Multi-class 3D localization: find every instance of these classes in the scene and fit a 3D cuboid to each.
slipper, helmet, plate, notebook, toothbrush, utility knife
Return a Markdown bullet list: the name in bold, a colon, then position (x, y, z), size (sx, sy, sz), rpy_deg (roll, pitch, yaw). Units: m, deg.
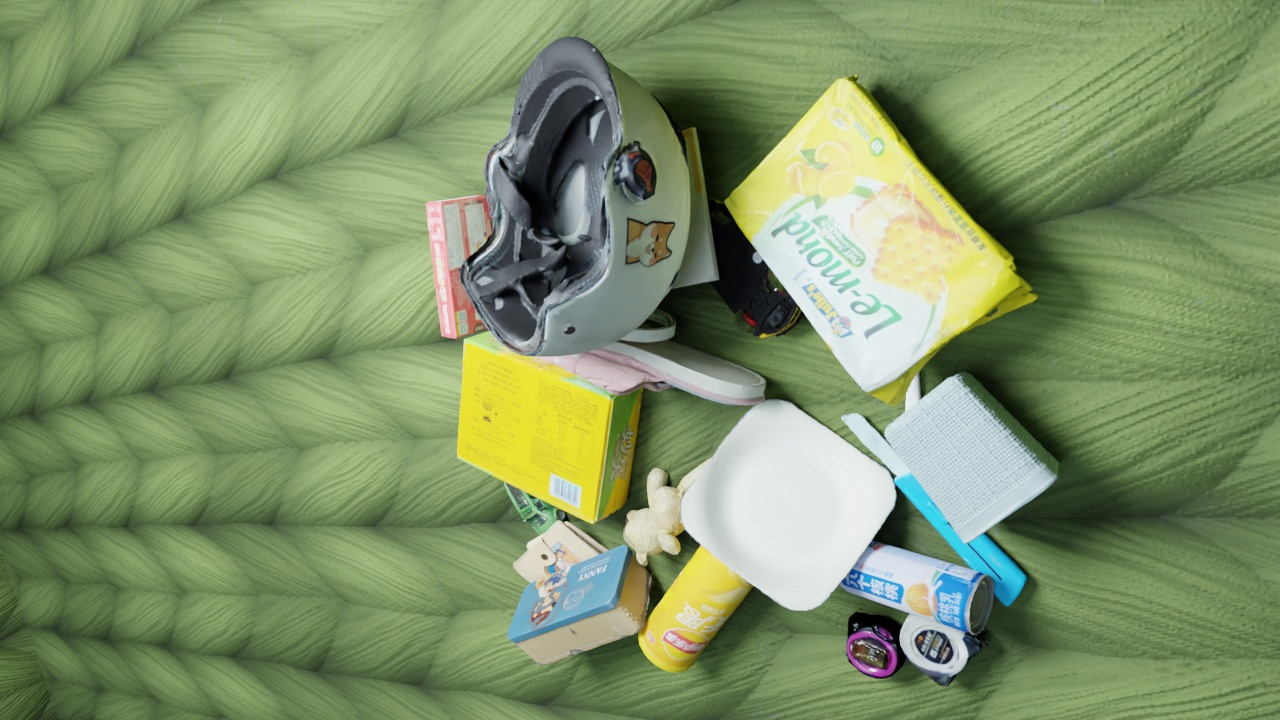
- **slipper**: position (-0.005, 0.005, 0.922), size (0.275, 0.114, 0.054), rpy_deg (17, 104, 23)
- **helmet**: position (-0.040, -0.131, 0.831), size (0.230, 0.156, 0.274), rpy_deg (18, 95, 54)
- **plate**: position (0.137, 0.135, 0.865), size (0.164, 0.034, 0.163), rpy_deg (36, 78, 16)
- **notebook**: position (-0.013, -0.136, 0.920), size (0.207, 0.010, 0.146), rpy_deg (-6, 93, 43)
- **toothbrush**: position (0.239, 0.003, 0.808), size (0.016, 0.016, 0.180), rpy_deg (5, 107, 35)
- **utility knife**: position (0.262, 0.128, 0.830), size (0.218, 0.018, 0.034), rpy_deg (48, 125, 15)

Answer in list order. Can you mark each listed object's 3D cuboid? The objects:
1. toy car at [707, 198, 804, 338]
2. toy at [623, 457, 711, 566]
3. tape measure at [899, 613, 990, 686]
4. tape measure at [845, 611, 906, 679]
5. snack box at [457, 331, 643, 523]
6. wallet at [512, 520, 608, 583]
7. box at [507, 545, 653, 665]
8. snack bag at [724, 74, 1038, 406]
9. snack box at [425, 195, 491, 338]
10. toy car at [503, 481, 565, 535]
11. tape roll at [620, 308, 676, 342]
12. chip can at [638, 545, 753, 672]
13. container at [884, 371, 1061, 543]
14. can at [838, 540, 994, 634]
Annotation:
- **toy car**: position (0.093, -0.090, 0.864), size (0.156, 0.041, 0.071), rpy_deg (51, 126, 22)
- **toy**: position (0.042, 0.156, 0.969), size (0.158, 0.066, 0.105), rpy_deg (-41, 47, 32)
- **tape measure**: position (0.276, 0.257, 0.849), size (0.066, 0.033, 0.066), rpy_deg (39, 120, 17)
- **tape measure**: position (0.227, 0.276, 0.884), size (0.058, 0.039, 0.057), rpy_deg (11, 110, 32)
- **snack box**: position (-0.106, 0.068, 1.033), size (0.210, 0.069, 0.158), rpy_deg (20, 115, 29)
- **wallet**: position (-0.095, 0.239, 1.094), size (0.087, 0.024, 0.115), rpy_deg (38, 127, -9)
- **box**: position (-0.063, 0.278, 1.041), size (0.185, 0.089, 0.062), rpy_deg (-31, 114, 29)
- **snack bag**: position (0.192, -0.103, 0.762), size (0.158, 0.068, 0.246), rpy_deg (-45, 69, 33)
- **snack box**: position (-0.199, -0.107, 1.042), size (0.025, 0.075, 0.153), rpy_deg (6, 108, 35)
- **toy car**: position (-0.128, 0.171, 1.102), size (0.043, 0.036, 0.091), rpy_deg (-38, 85, 35)
- **tape roll**: position (-0.007, -0.039, 0.922), size (0.086, 0.085, 0.014), rpy_deg (20, 113, 29)
- **chip can**: position (0.075, 0.237, 0.959), size (0.072, 0.071, 0.214), rpy_deg (42, 123, 17)
- **container**: position (0.271, 0.074, 0.759), size (0.090, 0.089, 0.111), rpy_deg (-44, 74, 21)
- **can**: position (0.244, 0.201, 0.831), size (0.135, 0.053, 0.053), rpy_deg (11, 110, 41)
